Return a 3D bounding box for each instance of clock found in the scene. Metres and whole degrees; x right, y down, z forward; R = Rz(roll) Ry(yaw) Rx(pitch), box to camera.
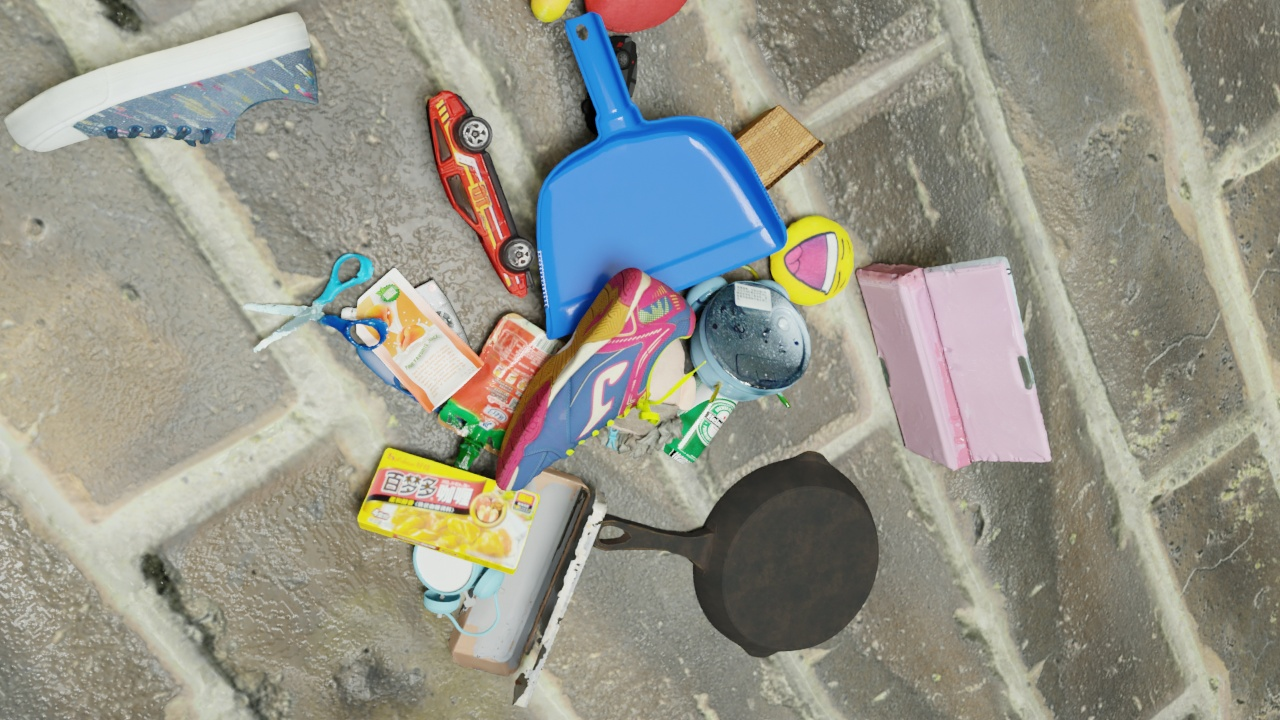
[{"bbox_3d":[0.105,-0.032,0.916,0.118,0.060,0.161,7,65,-21],"label":"clock"},{"bbox_3d":[-0.173,0.206,0.882,0.087,0.042,0.123,-24,88,16],"label":"clock"}]

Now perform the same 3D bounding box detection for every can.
[{"bbox_3d":[0.058,0.057,0.945,0.053,0.053,0.101,37,88,-22],"label":"can"}]

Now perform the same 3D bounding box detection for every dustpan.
[{"bbox_3d":[-0.013,-0.179,0.827,0.245,0.059,0.257,-22,98,-9],"label":"dustpan"}]

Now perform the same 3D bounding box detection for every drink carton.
[{"bbox_3d":[-0.209,-0.019,0.836,0.069,0.039,0.122,-42,92,-3],"label":"drink carton"}]

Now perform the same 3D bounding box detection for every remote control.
[{"bbox_3d":[-0.182,-0.015,0.869,0.039,0.010,0.125,-28,109,-12],"label":"remote control"}]

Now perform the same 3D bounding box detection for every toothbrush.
[{"bbox_3d":[-0.213,0.029,0.864,0.132,0.016,0.021,42,83,-22],"label":"toothbrush"}]

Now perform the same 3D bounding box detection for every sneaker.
[{"bbox_3d":[-0.368,-0.204,0.730,0.235,0.087,0.079,-26,114,-16],"label":"sneaker"},{"bbox_3d":[-0.040,0.035,0.816,0.091,0.116,0.242,31,110,-22],"label":"sneaker"}]

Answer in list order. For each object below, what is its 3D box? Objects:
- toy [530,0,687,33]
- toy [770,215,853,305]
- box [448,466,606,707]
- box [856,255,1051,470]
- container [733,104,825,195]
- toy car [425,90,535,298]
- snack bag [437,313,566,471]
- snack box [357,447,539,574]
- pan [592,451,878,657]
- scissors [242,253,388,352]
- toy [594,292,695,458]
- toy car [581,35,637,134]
[{"bbox_3d":[-0.046,-0.367,0.804,0.216,0.098,0.148,11,105,-16],"label":"toy"},{"bbox_3d":[0.181,-0.104,0.963,0.094,0.041,0.095,1,104,-16],"label":"toy"},{"bbox_3d":[-0.114,0.215,0.909,0.107,0.094,0.216,23,94,5],"label":"box"},{"bbox_3d":[0.321,0.007,0.967,0.059,0.180,0.233,-30,108,-30],"label":"box"},{"bbox_3d":[0.116,-0.199,0.912,0.114,0.063,0.061,-41,103,-8],"label":"container"},{"bbox_3d":[-0.142,-0.147,0.819,0.056,0.081,0.189,-24,108,-8],"label":"toy car"},{"bbox_3d":[-0.132,0.036,0.874,0.087,0.044,0.155,31,86,-19],"label":"snack bag"},{"bbox_3d":[-0.177,0.139,0.852,0.152,0.025,0.075,17,64,-1],"label":"snack box"},{"bbox_3d":[0.114,0.214,1.002,0.355,0.043,0.249,12,97,-21],"label":"pan"},{"bbox_3d":[-0.283,-0.034,0.811,0.132,0.015,0.110,-34,83,-13],"label":"scissors"},{"bbox_3d":[-0.005,0.005,0.903,0.132,0.076,0.176,18,95,-6],"label":"toy"},{"bbox_3d":[-0.026,-0.257,0.860,0.036,0.042,0.092,2,101,-44],"label":"toy car"}]
